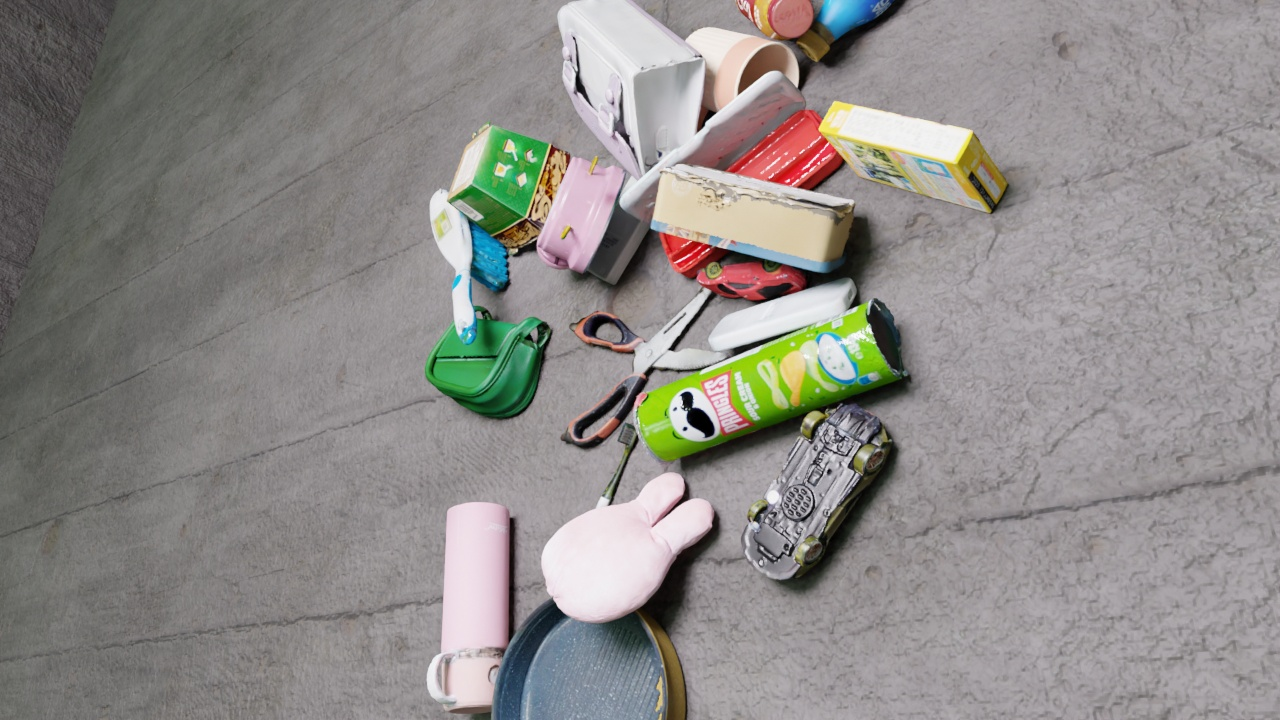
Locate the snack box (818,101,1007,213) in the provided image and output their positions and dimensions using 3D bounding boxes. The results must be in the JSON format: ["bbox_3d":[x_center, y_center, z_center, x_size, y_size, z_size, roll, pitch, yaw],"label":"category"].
[{"bbox_3d":[0.227,-0.172,0.771,0.140,0.087,0.033,27,89,44],"label":"snack box"}]

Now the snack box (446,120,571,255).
[{"bbox_3d":[-0.158,-0.203,1.071,0.118,0.105,0.117,-13,57,57],"label":"snack box"}]

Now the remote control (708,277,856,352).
[{"bbox_3d":[0.126,-0.039,0.823,0.136,0.020,0.055,-17,20,33],"label":"remote control"}]

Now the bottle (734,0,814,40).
[{"bbox_3d":[0.133,-0.355,0.910,0.057,0.057,0.174,-41,24,17],"label":"bottle"}]

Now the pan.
[{"bbox_3d":[-0.086,0.371,0.783,0.198,0.078,0.357,11,77,43],"label":"pan"}]

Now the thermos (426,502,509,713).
[{"bbox_3d":[-0.170,0.242,0.908,0.067,0.087,0.198,-22,56,33],"label":"thermos"}]

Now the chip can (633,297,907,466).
[{"bbox_3d":[0.107,0.022,0.792,0.237,0.072,0.072,-24,56,29],"label":"chip can"}]

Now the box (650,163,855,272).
[{"bbox_3d":[0.105,-0.127,0.813,0.184,0.089,0.062,20,111,22],"label":"box"}]

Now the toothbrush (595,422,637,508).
[{"bbox_3d":[-0.042,0.147,0.893,0.012,0.017,0.185,10,76,62],"label":"toothbrush"}]

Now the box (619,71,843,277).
[{"bbox_3d":[0.081,-0.181,0.888,0.202,0.101,0.095,-37,50,21],"label":"box"}]

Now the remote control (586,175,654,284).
[{"bbox_3d":[-0.014,-0.150,1.007,0.056,0.019,0.135,32,92,44],"label":"remote control"}]

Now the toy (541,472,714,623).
[{"bbox_3d":[-0.012,0.164,0.812,0.159,0.054,0.121,-32,38,-12],"label":"toy"}]

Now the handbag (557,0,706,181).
[{"bbox_3d":[-0.014,-0.285,0.974,0.098,0.145,0.197,-20,44,-13],"label":"handbag"}]

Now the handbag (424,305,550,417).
[{"bbox_3d":[-0.171,-0.002,1.043,0.131,0.068,0.120,12,69,44],"label":"handbag"}]

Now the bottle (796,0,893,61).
[{"bbox_3d":[0.234,-0.383,0.881,0.219,0.065,0.065,-49,47,12],"label":"bottle"}]

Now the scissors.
[{"bbox_3d":[-0.006,0.005,0.931,0.223,0.015,0.188,9,76,42],"label":"scissors"}]

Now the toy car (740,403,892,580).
[{"bbox_3d":[0.140,0.107,0.743,0.070,0.042,0.158,37,94,43],"label":"toy car"}]

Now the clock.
[{"bbox_3d":[-0.067,-0.153,0.974,0.159,0.060,0.117,159,132,-78],"label":"clock"}]

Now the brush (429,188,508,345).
[{"bbox_3d":[-0.199,-0.106,1.073,0.061,0.109,0.314,-42,47,16],"label":"brush"}]

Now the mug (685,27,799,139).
[{"bbox_3d":[0.090,-0.278,0.943,0.106,0.081,0.115,38,107,45],"label":"mug"}]

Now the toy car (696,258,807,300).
[{"bbox_3d":[0.102,-0.074,0.856,0.106,0.049,0.031,0,74,37],"label":"toy car"}]
